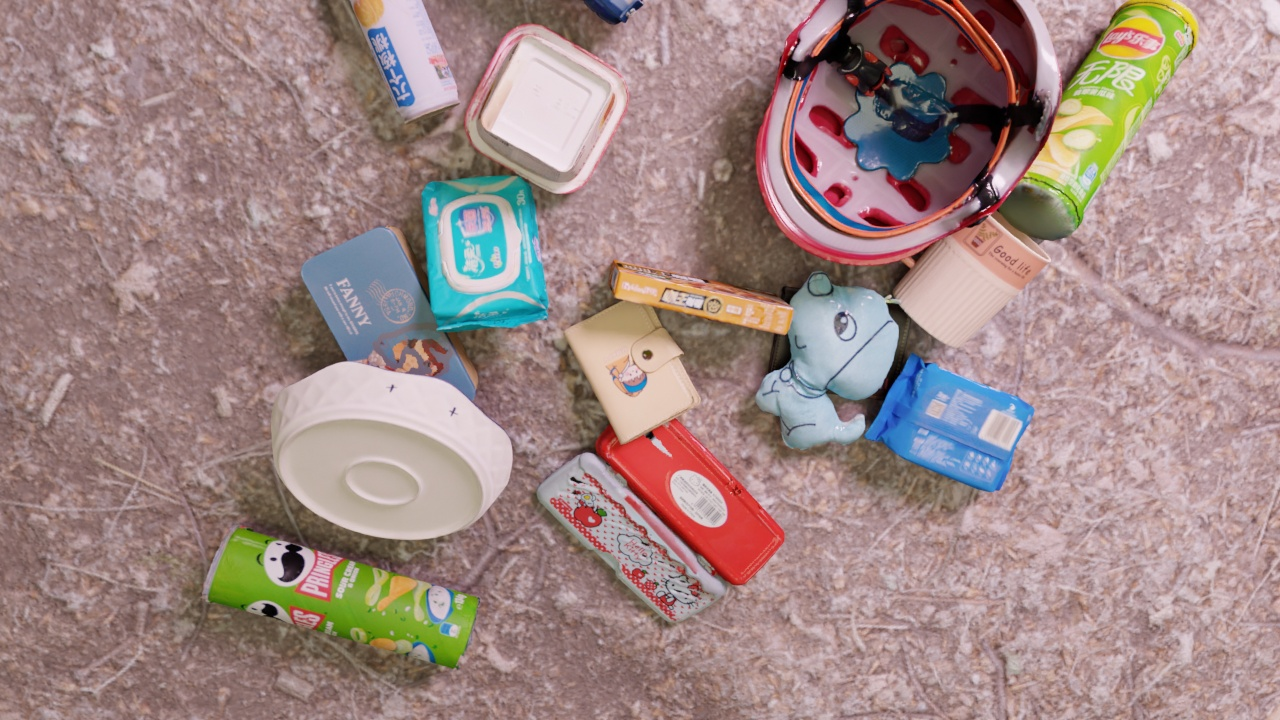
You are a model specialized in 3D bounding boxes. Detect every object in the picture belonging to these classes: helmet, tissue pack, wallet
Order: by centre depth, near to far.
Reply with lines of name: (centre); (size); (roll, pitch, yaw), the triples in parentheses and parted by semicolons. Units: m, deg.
helmet: (0.211, -0.196, 0.744); (0.207, 0.143, 0.241); (41, 113, 8)
tissue pack: (-0.129, -0.086, 0.763); (0.093, 0.050, 0.133); (-9, 76, -2)
wallet: (-0.005, 0.005, 0.815); (0.087, 0.024, 0.115); (-27, 79, -6)
wallet: (0.183, -0.015, 0.850); (0.122, 0.020, 0.096); (7, 103, -4)
tissue pack: (0.289, 0.059, 0.855); (0.157, 0.052, 0.095); (21, 98, -17)

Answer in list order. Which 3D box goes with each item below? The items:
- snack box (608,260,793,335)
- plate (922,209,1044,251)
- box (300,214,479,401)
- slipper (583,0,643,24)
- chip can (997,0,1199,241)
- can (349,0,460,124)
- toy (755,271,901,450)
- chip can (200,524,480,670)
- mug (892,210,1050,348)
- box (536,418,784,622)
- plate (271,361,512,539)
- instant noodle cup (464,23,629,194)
snack box: (0.050, -0.056, 0.797); (0.153, 0.075, 0.026); (11, 103, -8)
plate: (0.313, -0.170, 0.820); (0.179, 0.024, 0.179); (-1, 103, -5)
box: (-0.213, -0.032, 0.788); (0.090, 0.062, 0.184); (-27, 106, 1)
slipper: (-0.079, -0.371, 0.693); (0.095, 0.105, 0.253); (-41, 106, 12)
chip can: (0.376, -0.199, 0.759); (0.072, 0.073, 0.221); (40, 77, -13)
can: (-0.194, -0.263, 0.737); (0.053, 0.053, 0.134); (-21, 104, 0)
toy: (0.171, 0.001, 0.819); (0.156, 0.049, 0.161); (-33, 108, 14)
chip can: (-0.267, 0.217, 0.838); (0.236, 0.072, 0.072); (19, 101, -10)
mug: (0.274, -0.085, 0.801); (0.114, 0.081, 0.106); (43, 116, 9)
box: (0.020, 0.146, 0.858); (0.161, 0.058, 0.201); (-42, 102, 9)
plate: (-0.212, 0.087, 0.773); (0.205, 0.045, 0.205); (3, 136, 3)
instant noodle cup: (-0.074, -0.199, 0.727); (0.116, 0.124, 0.116); (28, 100, -11)
